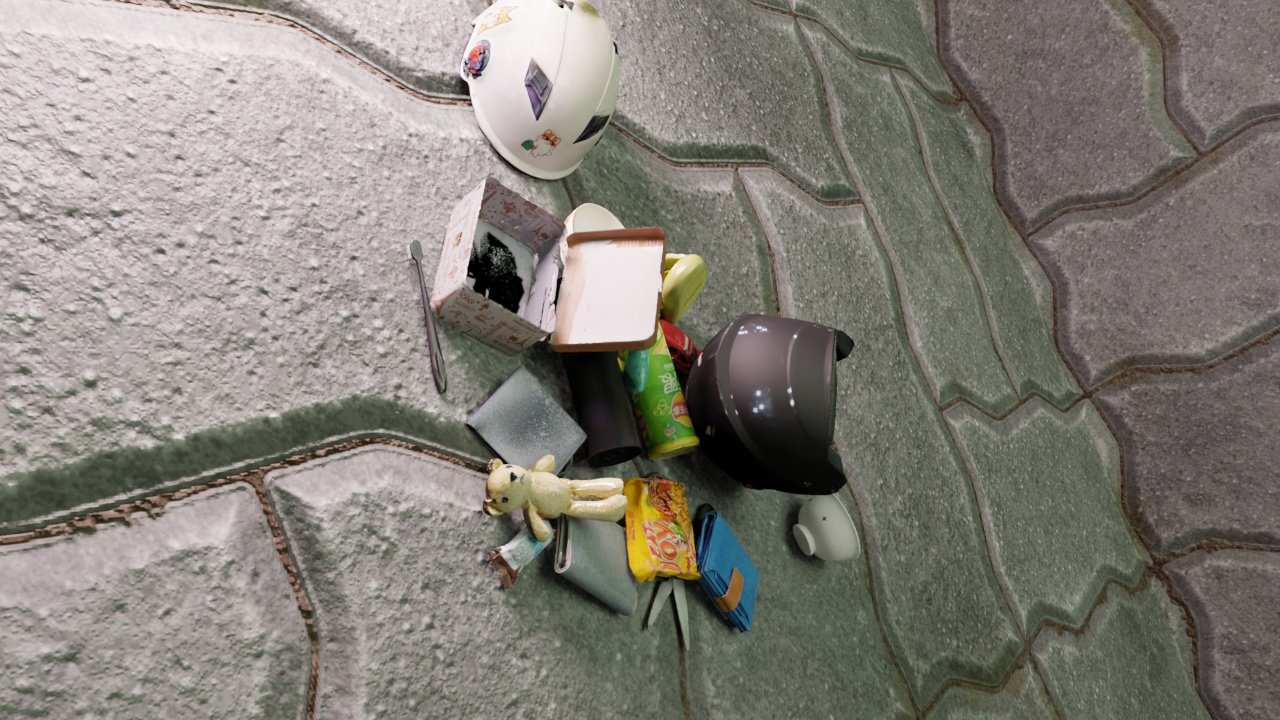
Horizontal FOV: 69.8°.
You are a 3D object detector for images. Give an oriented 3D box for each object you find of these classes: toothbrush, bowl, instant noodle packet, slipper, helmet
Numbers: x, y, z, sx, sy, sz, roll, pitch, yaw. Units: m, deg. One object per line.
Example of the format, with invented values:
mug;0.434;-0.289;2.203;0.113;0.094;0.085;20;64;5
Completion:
toothbrush;-0.239;-0.050;1.028;0.015;0.018;0.181;-3;73;-41
bowl;0.269;0.256;1.376;0.064;0.118;0.118;-22;84;-13
instant noodle packet;0.026;0.207;1.119;0.110;0.044;0.128;16;57;-46
bowl;-0.069;-0.149;1.241;0.113;0.062;0.113;28;49;-38
slipper;0.043;-0.113;1.281;0.081;0.190;0.091;40;83;5
helmet;-0.115;-0.400;1.260;0.230;0.157;0.273;26;51;-37
helmet;0.171;0.057;1.261;0.230;0.275;0.233;17;62;-11

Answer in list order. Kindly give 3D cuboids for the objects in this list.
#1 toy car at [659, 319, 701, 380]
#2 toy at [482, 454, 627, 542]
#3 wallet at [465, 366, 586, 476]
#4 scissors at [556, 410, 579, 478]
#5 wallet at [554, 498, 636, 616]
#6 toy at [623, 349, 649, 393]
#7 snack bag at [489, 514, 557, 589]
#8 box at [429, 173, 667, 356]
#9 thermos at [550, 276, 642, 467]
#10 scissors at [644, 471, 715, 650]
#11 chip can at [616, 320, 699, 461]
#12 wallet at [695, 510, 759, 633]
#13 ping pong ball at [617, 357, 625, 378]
toy car;0.050;-0.016;1.315;0.120;0.045;0.052;36;47;-33
toy;-0.092;0.145;1.002;0.157;0.066;0.105;8;59;-11
wallet;-0.129;0.081;1.052;0.121;0.019;0.097;48;59;-15
scissors;-0.088;0.077;1.127;0.166;0.014;0.162;29;48;-37
wallet;-0.052;0.223;1.059;0.129;0.037;0.106;43;34;-39
toy;-0.007;0.007;1.158;0.030;0.092;0.096;5;68;-9
snack bag;-0.124;0.201;1.001;0.105;0.026;0.045;-39;107;-51
box;-0.107;-0.099;1.101;0.272;0.130;0.178;12;56;-10
thermos;-0.054;0.004;1.137;0.068;0.090;0.242;3;63;-39
scissors;0.052;0.248;1.179;0.224;0.022;0.221;-9;76;-51
chip can;0.013;0.020;1.228;0.072;0.073;0.221;-2;70;-49
wallet;0.114;0.278;1.205;0.133;0.040;0.106;56;33;-28
ping pong ball;-0.039;0.014;1.197;0.040;0.040;0.040;26;50;-37
